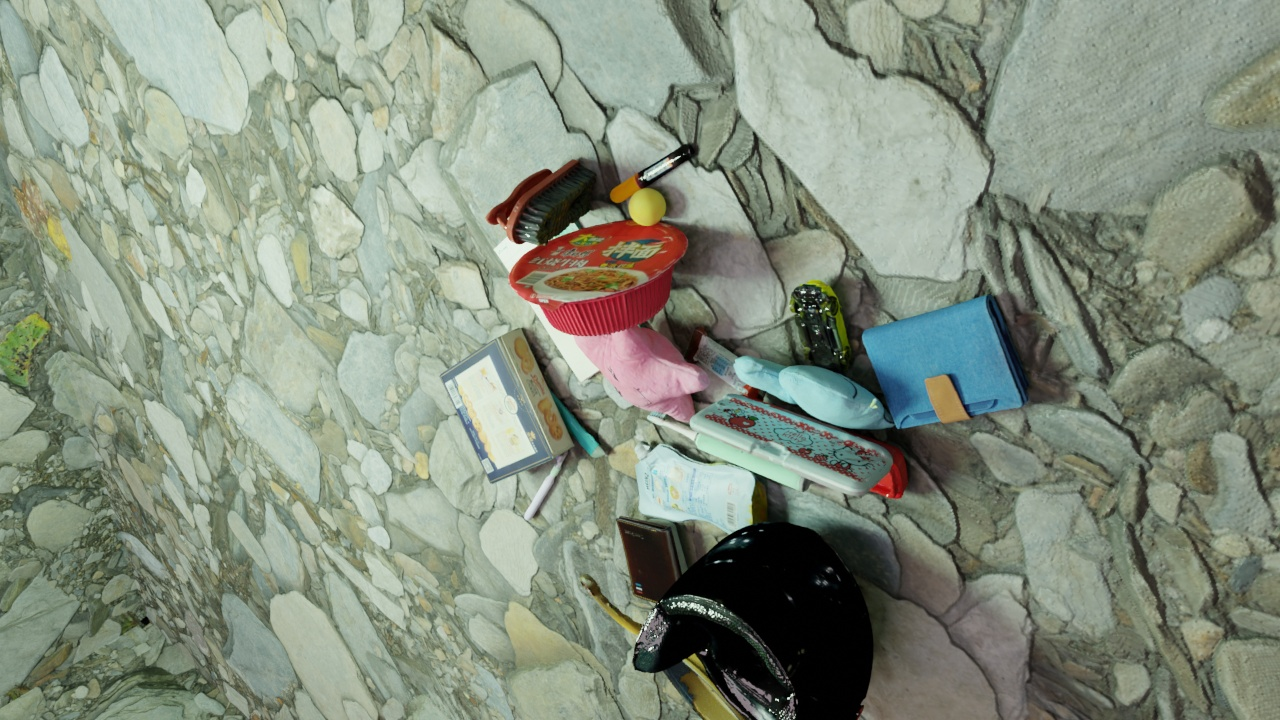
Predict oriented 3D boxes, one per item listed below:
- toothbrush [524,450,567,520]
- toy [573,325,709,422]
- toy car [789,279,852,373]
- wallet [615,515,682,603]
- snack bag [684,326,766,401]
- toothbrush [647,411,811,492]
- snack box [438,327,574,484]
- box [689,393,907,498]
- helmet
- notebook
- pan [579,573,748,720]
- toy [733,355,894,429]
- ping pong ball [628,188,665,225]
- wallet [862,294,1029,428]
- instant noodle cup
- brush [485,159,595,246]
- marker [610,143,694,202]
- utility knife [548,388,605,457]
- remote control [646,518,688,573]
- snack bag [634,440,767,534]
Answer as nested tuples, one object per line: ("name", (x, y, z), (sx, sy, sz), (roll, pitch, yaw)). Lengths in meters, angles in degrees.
("toothbrush", (-0.142, 0.184, 1.345), (0.021, 0.029, 0.190), (16, 136, -12))
("toy", (-0.006, 0.006, 1.059), (0.178, 0.074, 0.195), (33, 163, 6))
("toy car", (0.184, -0.033, 0.918), (0.048, 0.032, 0.105), (7, 130, 41))
("wallet", (0.016, 0.268, 1.218), (0.096, 0.020, 0.122), (4, 113, 41))
("snack bag", (0.097, 0.006, 1.021), (0.104, 0.026, 0.048), (34, 126, 23))
("toothbrush", (0.099, 0.102, 1.077), (0.225, 0.027, 0.026), (20, 155, 32))
("snack box", (-0.191, 0.069, 1.288), (0.183, 0.045, 0.178), (-26, 89, 48))
("box", (0.166, 0.086, 0.944), (0.201, 0.154, 0.073), (20, 90, 34))
("helmet", (0.144, 0.316, 1.020), (0.234, 0.229, 0.275), (28, 154, 36))
("notebook", (-0.088, -0.088, 1.143), (0.151, 0.012, 0.209), (-33, 90, 46))
("pan", (0.046, 0.390, 1.188), (0.357, 0.078, 0.198), (57, 157, -16))
("toy", (0.175, 0.030, 0.921), (0.161, 0.050, 0.156), (23, 178, -19))
("ping pong ball", (0.007, -0.166, 0.990), (0.040, 0.040, 0.040), (21, 127, 32))
("wallet", (0.280, 0.005, 0.851), (0.133, 0.040, 0.106), (-17, 97, 47))
("instant noodle cup", (-0.040, -0.083, 0.974), (0.194, 0.193, 0.066), (12, 127, 37))
("brush", (-0.111, -0.172, 1.015), (0.069, 0.145, 0.063), (23, 128, 14))
("marker", (0.012, -0.200, 0.986), (0.124, 0.015, 0.018), (-23, 92, 44))
("utility knife", (-0.109, 0.067, 1.251), (0.179, 0.013, 0.029), (47, 134, 15))
("remote control", (0.038, 0.271, 1.231), (0.049, 0.024, 0.125), (0, 114, 42))
("snack bag", (0.068, 0.163, 1.132), (0.191, 0.038, 0.110), (12, 126, 39))
